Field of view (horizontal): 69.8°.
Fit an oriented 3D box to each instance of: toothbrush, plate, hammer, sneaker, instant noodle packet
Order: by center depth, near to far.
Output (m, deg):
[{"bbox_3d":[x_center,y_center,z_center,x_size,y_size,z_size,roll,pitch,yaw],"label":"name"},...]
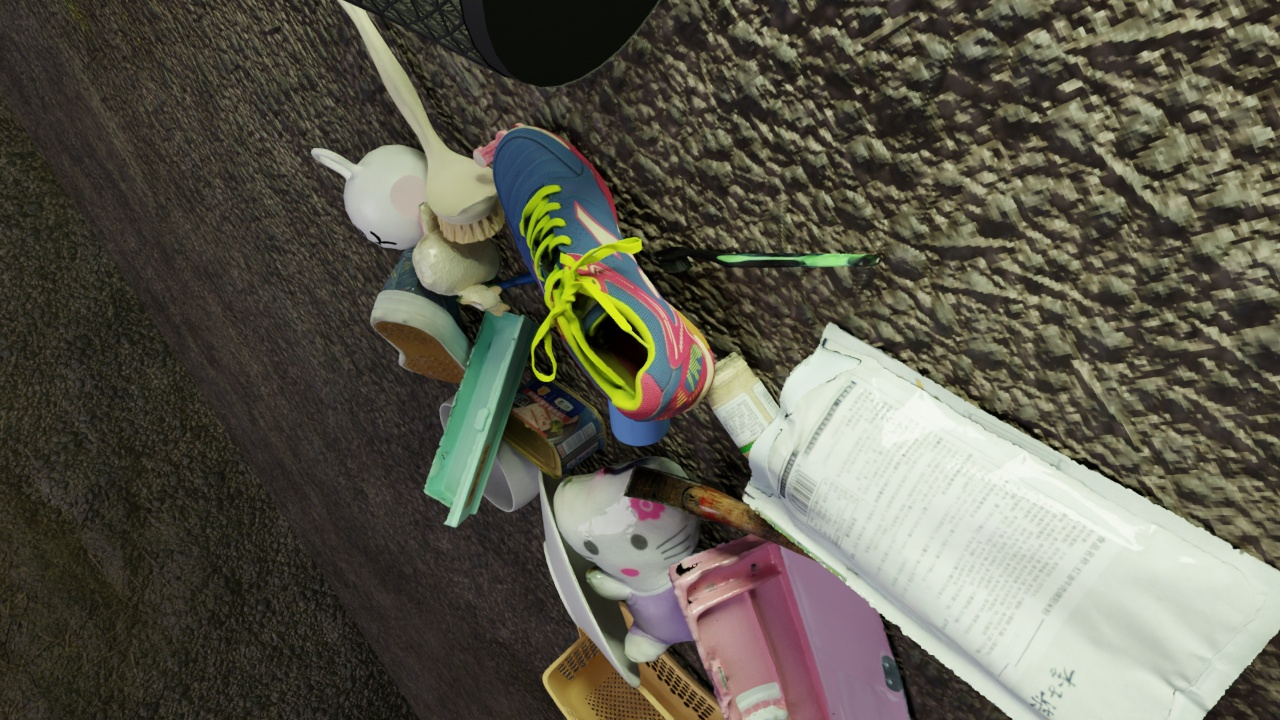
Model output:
[{"bbox_3d":[0.186,0.100,0.513,0.269,0.057,0.147,35,114,29],"label":"instant noodle packet"},{"bbox_3d":[0.071,-0.061,0.569,0.188,0.014,0.017,9,140,50],"label":"toothbrush"},{"bbox_3d":[0.138,0.130,0.600,0.331,0.033,0.120,14,176,40],"label":"hammer"},{"bbox_3d":[-0.041,-0.066,0.613,0.116,0.090,0.241,-46,70,31],"label":"sneaker"},{"bbox_3d":[-0.100,-0.067,0.796,0.190,0.016,0.017,-7,121,56],"label":"toothbrush"},{"bbox_3d":[-0.061,0.210,0.883,0.229,0.030,0.229,150,95,-89],"label":"plate"},{"bbox_3d":[-0.194,-0.035,0.888,0.087,0.079,0.236,11,165,2],"label":"sneaker"}]

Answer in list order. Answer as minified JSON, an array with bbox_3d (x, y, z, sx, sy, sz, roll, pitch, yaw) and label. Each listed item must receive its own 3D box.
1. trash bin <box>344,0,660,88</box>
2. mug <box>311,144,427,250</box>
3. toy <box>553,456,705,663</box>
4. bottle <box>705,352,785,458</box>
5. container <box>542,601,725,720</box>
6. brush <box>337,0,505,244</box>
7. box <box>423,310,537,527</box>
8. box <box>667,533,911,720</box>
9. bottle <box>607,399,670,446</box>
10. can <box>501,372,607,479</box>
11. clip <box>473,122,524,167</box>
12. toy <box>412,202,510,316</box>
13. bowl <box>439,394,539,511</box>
[{"bbox_3d":[-0.108,-0.265,0.445,0.243,0.216,0.217,36,145,17],"label":"trash bin"},{"bbox_3d":[-0.225,-0.150,0.796,0.123,0.090,0.076,29,172,-31],"label":"mug"},{"bbox_3d":[0.014,0.170,0.799,0.138,0.085,0.209,-11,116,29],"label":"toy"},{"bbox_3d":[0.082,0.048,0.631,0.110,0.042,0.043,55,149,1],"label":"bottle"},{"bbox_3d":[-0.004,0.364,0.971,0.183,0.129,0.167,42,158,21],"label":"container"},{"bbox_3d":[-0.192,-0.216,0.746,0.272,0.062,0.077,60,155,2],"label":"brush"},{"bbox_3d":[-0.137,0.047,0.813,0.056,0.187,0.138,19,180,-26],"label":"box"},{"bbox_3d":[0.131,0.244,0.749,0.173,0.075,0.233,-8,116,22],"label":"box"},{"bbox_3d":[-0.004,0.004,0.701,0.048,0.047,0.131,30,142,35],"label":"bottle"},{"bbox_3d":[-0.085,0.061,0.857,0.100,0.058,0.054,31,142,33],"label":"can"},{"bbox_3d":[-0.101,-0.168,0.705,0.060,0.041,0.023,-10,116,45],"label":"clip"},{"bbox_3d":[-0.155,-0.084,0.787,0.050,0.087,0.112,-18,95,38],"label":"toy"},{"bbox_3d":[-0.144,0.085,0.951,0.132,0.064,0.132,40,148,31],"label":"bowl"}]
